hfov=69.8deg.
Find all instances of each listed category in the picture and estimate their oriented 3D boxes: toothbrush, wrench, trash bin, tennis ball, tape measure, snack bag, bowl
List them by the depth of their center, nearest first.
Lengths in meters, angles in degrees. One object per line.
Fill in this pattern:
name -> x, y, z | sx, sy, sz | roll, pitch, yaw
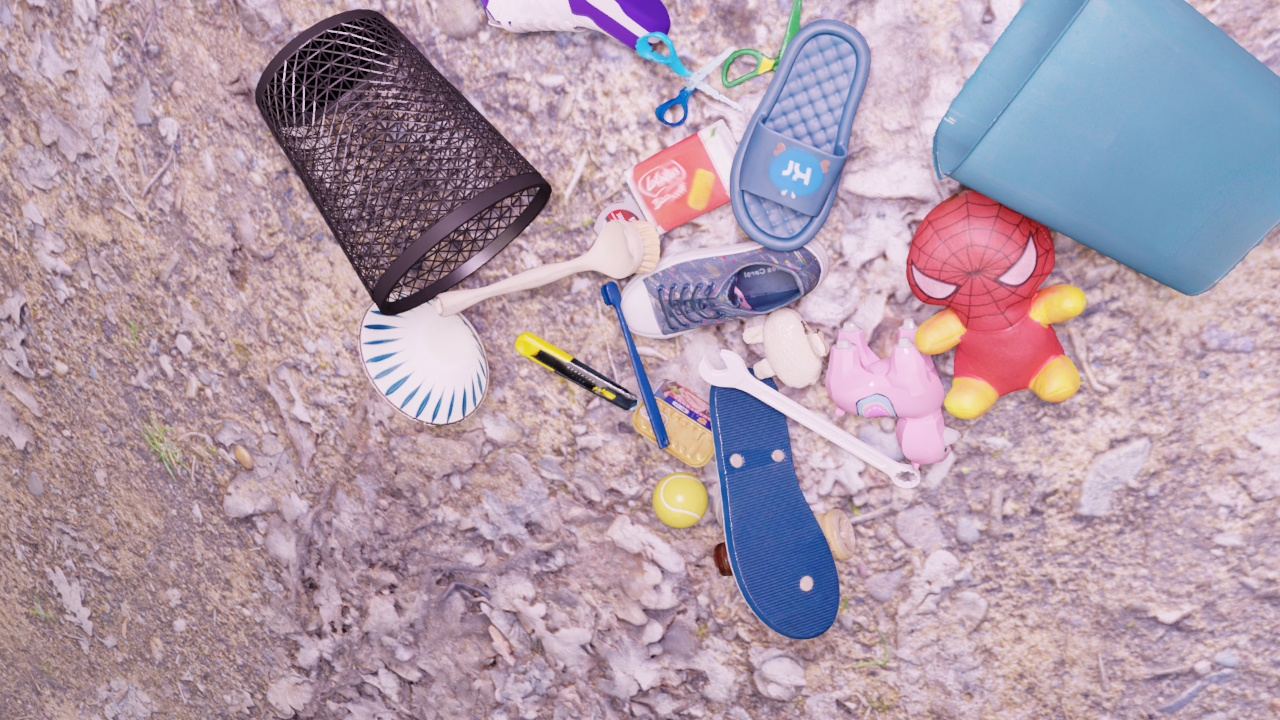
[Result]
trash bin -> 0.378, -0.183, 0.714 | 0.218, 0.196, 0.200 | 31, 122, -2
snack bag -> 0.049, -0.183, 0.928 | 0.116, 0.036, 0.077 | -22, 105, 29
trash bin -> -0.252, -0.209, 0.948 | 0.218, 0.216, 0.243 | -38, 89, 31
wrench -> 0.182, 0.064, 0.972 | 0.273, 0.009, 0.047 | 30, 132, -8
tape measure -> -0.014, -0.143, 0.981 | 0.062, 0.020, 0.060 | -26, 102, 31
toothbrush -> -0.006, 0.006, 0.992 | 0.017, 0.016, 0.190 | -11, 101, 53
tennis ball -> 0.047, 0.164, 1.076 | 0.065, 0.065, 0.065 | 9, 117, 18
bowl -> -0.247, -0.014, 1.108 | 0.177, 0.070, 0.177 | 9, 117, 18

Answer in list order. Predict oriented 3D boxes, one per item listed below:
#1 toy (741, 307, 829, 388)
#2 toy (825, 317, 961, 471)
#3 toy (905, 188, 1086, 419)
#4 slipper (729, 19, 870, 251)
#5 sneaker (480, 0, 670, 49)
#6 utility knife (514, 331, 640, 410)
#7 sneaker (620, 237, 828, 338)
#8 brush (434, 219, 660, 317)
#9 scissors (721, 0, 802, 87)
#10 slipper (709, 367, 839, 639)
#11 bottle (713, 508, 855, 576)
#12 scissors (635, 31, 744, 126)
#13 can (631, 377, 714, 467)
toy -> 0.158, -0.013, 0.951 | 0.113, 0.050, 0.087 | -16, 98, 42
toy -> 0.255, 0.038, 0.933 | 0.123, 0.067, 0.158 | -3, 117, 25
toy -> 0.320, -0.057, 0.842 | 0.148, 0.098, 0.216 | -15, 109, 16
slipper -> 0.145, -0.205, 0.848 | 0.104, 0.059, 0.214 | 17, 112, 4
sneaker -> -0.093, -0.351, 0.877 | 0.244, 0.091, 0.111 | 37, 126, 4
utility knife -> -0.070, 0.016, 1.082 | 0.174, 0.020, 0.029 | 28, 123, 7
sneaker -> 0.073, -0.072, 0.945 | 0.236, 0.079, 0.087 | -14, 108, 27
brush -> -0.104, -0.091, 0.978 | 0.273, 0.077, 0.062 | -15, 76, 22
scissors -> 0.139, -0.272, 0.863 | 0.126, 0.011, 0.127 | -14, 110, 26
slipper -> 0.129, 0.154, 0.989 | 0.060, 0.118, 0.294 | 148, 110, -66
bottle -> 0.163, 0.215, 1.059 | 0.162, 0.056, 0.056 | -20, 105, 28
scissors -> 0.044, -0.265, 0.874 | 0.127, 0.014, 0.133 | 21, 151, -21
can -> 0.046, 0.068, 1.035 | 0.100, 0.058, 0.054 | 33, 122, 4
